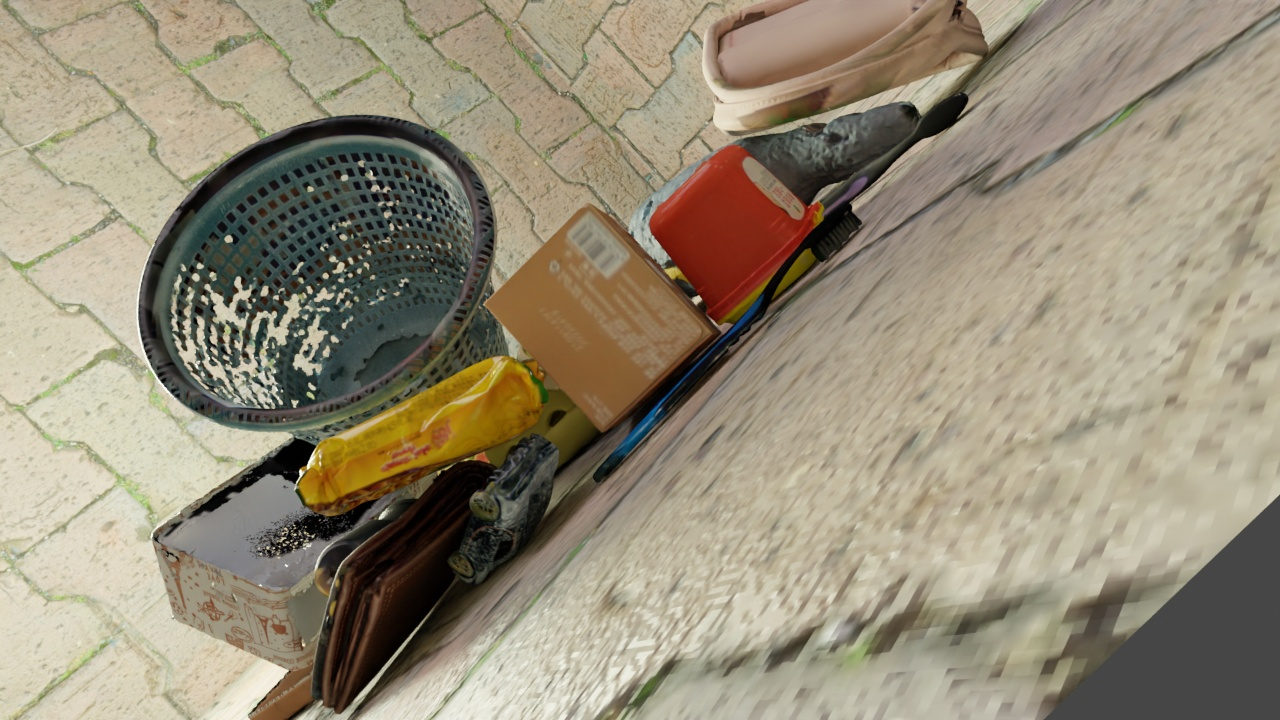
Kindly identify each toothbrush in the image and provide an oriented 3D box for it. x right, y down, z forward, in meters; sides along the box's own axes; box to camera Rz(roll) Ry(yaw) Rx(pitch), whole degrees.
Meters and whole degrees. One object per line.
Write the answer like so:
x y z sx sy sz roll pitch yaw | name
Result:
0.129 -0.105 0.569 0.016 0.014 0.190 -38 -1 -41 | toothbrush
0.044 -0.008 0.455 0.189 0.016 0.014 -47 14 -6 | toothbrush

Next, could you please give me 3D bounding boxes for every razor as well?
-0.155 0.123 0.566 0.167 0.062 0.067 60 -146 -85 | razor

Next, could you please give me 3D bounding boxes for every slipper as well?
-0.045 0.011 0.620 0.191 0.081 0.091 -38 4 30 | slipper

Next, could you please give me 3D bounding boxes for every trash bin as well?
-0.183 -0.019 0.636 0.226 0.226 0.195 -45 -25 -14 | trash bin

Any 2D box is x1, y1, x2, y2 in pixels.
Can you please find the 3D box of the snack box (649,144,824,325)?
0.055 -0.076 0.522 0.082 0.080 0.091 -41 5 24 | snack box

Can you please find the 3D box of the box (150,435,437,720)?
-0.237 0.175 0.710 0.181 0.153 0.178 -44 -36 -52 | box

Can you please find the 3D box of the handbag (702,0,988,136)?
0.126 -0.198 0.600 0.194 0.093 0.233 -13 20 22 | handbag

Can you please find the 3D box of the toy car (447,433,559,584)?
-0.068 0.079 0.467 0.048 0.031 0.106 -50 -7 -42 | toy car

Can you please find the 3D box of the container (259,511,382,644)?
-0.276 0.198 0.865 0.114 0.090 0.090 -39 7 21 | container

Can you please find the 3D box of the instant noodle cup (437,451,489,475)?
-0.173 0.091 0.890 0.123 0.111 0.112 -55 8 -20 | instant noodle cup

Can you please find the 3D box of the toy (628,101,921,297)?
0.062 -0.108 0.705 0.137 0.091 0.357 -32 5 -29 | toy

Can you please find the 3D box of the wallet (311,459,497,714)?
-0.125 0.117 0.495 0.101 0.032 0.124 -65 -9 29 | wallet

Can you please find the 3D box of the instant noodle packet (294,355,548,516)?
-0.107 0.036 0.482 0.128 0.044 0.111 -27 6 -6 | instant noodle packet

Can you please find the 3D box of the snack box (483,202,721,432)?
-0.016 -0.022 0.506 0.077 0.093 0.094 -43 -4 8 | snack box
